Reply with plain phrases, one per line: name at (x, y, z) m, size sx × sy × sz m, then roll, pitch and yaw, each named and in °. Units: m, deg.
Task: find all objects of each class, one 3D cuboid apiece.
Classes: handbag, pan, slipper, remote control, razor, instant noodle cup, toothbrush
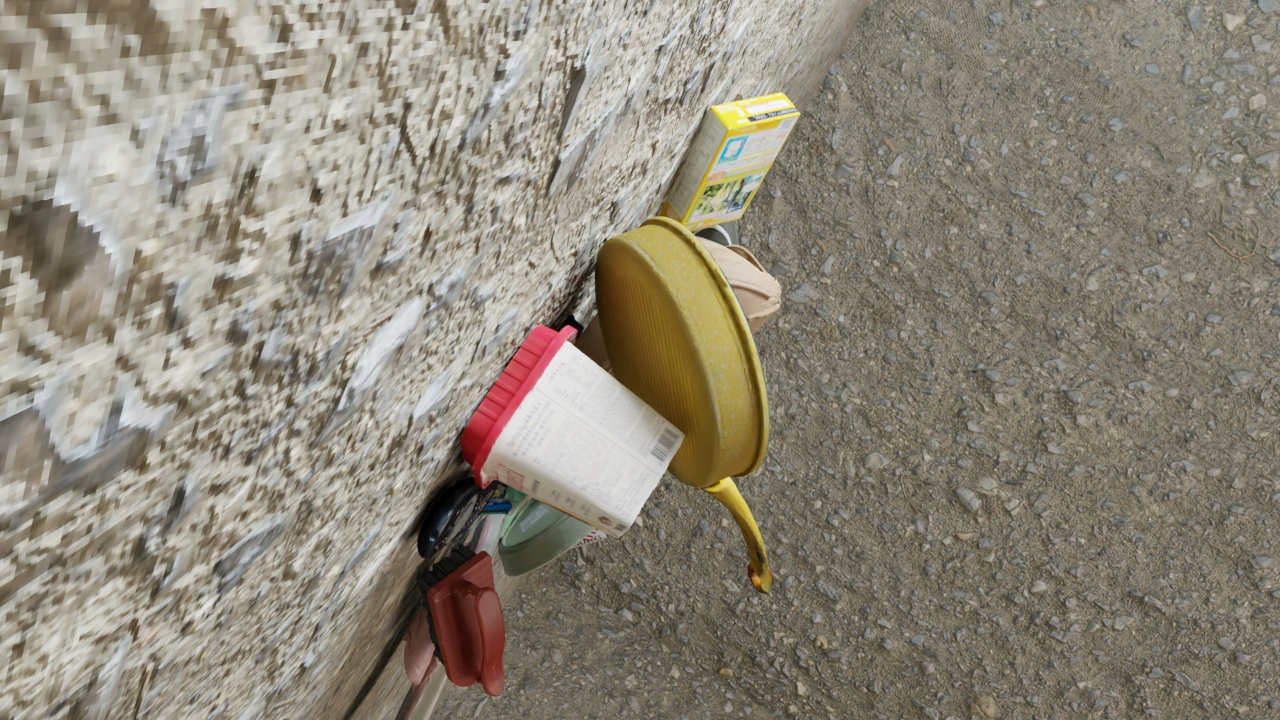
handbag at (0.025, -0.031, 0.840) m, size 0.147 × 0.099 × 0.205 m, roll 3°, pitch 142°, yaw -36°
pan at (0.052, 0.059, 0.707) m, size 0.078 × 0.197 × 0.358 m, roll -20°, pitch 121°, yaw -18°
slipper at (-0.202, 0.269, 0.902) m, size 0.114 × 0.054 × 0.274 m, roll -150°, pitch -98°, yaw -88°
remote control at (-0.134, 0.109, 0.665) m, size 0.053 × 0.024 × 0.136 m, roll -57°, pitch 176°, yaw 4°
razor at (-0.113, 0.079, 0.771) m, size 0.042 × 0.022 × 0.143 m, roll 0°, pitch 133°, yaw -32°
instant noodle cup at (-0.045, 0.056, 0.631) m, size 0.116 × 0.124 × 0.116 m, roll -57°, pitch 177°, yaw -18°
toothbrush at (-0.097, 0.045, 0.720) m, size 0.189 × 0.018 × 0.014 m, roll -57°, pitch 179°, yaw 14°
toothbrush at (-0.151, 0.166, 1.014) m, size 0.225 × 0.026 × 0.027 m, roll -59°, pitch -161°, yaw 23°

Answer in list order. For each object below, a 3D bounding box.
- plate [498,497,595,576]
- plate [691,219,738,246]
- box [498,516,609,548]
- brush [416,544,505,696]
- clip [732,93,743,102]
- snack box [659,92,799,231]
plate at (-0.055, 0.125, 0.914) m, size 0.230 × 0.027 × 0.230 m, roll -39°, pitch -173°, yaw 6°
plate at (0.057, -0.088, 0.950) m, size 0.179 × 0.024 × 0.180 m, roll -29°, pitch 130°, yaw -42°
box at (-0.117, 0.224, 1.278) m, size 0.085 × 0.162 × 0.075 m, roll -98°, pitch 171°, yaw -56°
brush at (-0.148, 0.236, 0.804) m, size 0.063 × 0.069 × 0.146 m, roll -33°, pitch 137°, yaw -38°
clip at (0.089, -0.221, 0.910) m, size 0.098 × 0.035 × 0.099 m, roll -59°, pitch 178°, yaw -9°
snack box at (0.080, -0.179, 0.847) m, size 0.086 × 0.033 × 0.141 m, roll -20°, pitch 153°, yaw -31°
